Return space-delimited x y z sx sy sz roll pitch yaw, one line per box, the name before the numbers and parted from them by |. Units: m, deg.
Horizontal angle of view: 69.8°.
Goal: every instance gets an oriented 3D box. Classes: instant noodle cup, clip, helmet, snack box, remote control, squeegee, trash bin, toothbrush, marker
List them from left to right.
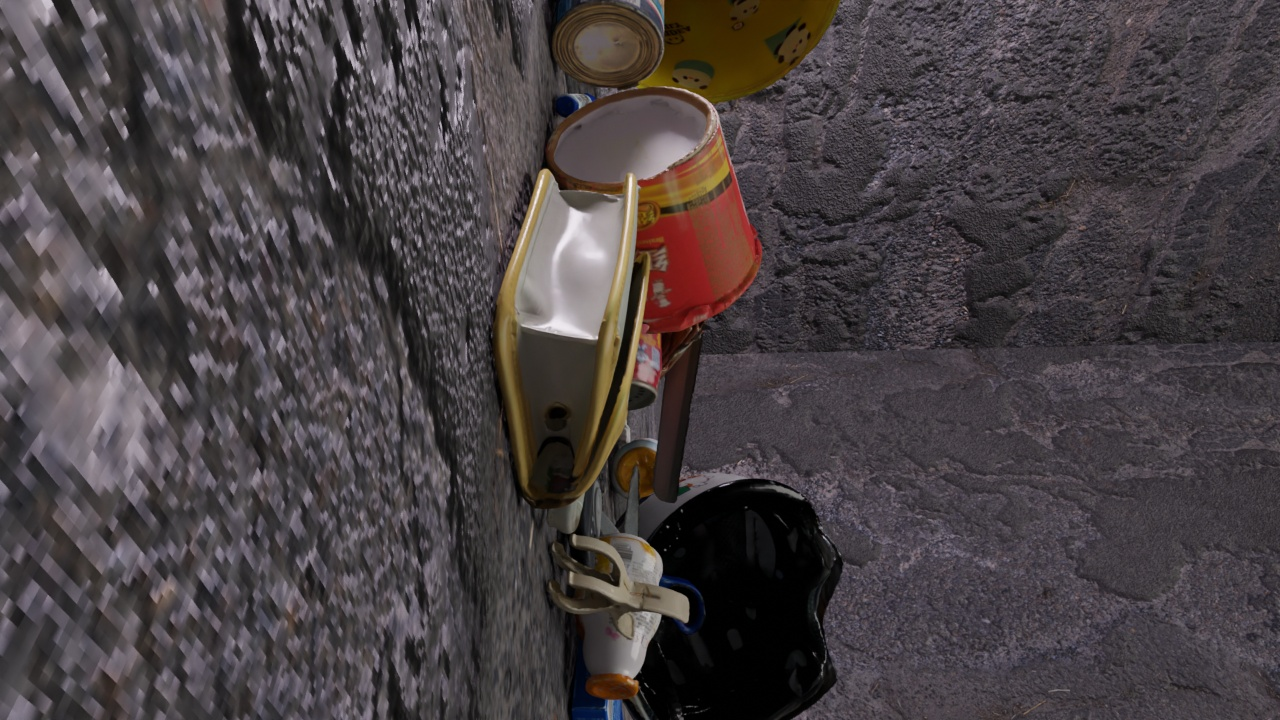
marker | -0.046 -0.188 0.675 0.145 0.017 0.017 -81 170 -74
remote control | -0.038 0.091 0.635 0.136 0.024 0.053 -86 176 -51
snack box | -0.030 0.273 0.691 0.084 0.026 0.157 -87 175 -55
clip | -0.016 0.143 0.563 0.100 0.071 0.034 43 34 -36
toothbrush | -0.022 0.015 1.112 0.016 0.016 0.180 -30 120 -80
squeegee | -0.005 0.005 0.825 0.250 0.040 0.247 150 -49 -71
instant noodle cup | 0.005 -0.104 0.595 0.137 0.138 0.109 -88 167 -45
trash bin | 0.052 -0.412 0.864 0.230 0.229 0.254 85 -1 -49
helmet | 0.056 0.216 0.847 0.157 0.229 0.274 27 -49 63

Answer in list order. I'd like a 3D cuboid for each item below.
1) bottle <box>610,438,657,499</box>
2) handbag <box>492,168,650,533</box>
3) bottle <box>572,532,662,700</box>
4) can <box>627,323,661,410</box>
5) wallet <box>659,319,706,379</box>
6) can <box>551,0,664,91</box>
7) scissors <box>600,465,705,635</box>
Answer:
bottle | 0.005 0.123 1.056 0.189 0.068 0.068 51 37 -86
handbag | -0.030 0.004 0.499 0.163 0.063 0.179 -83 175 -51
bottle | -0.017 0.177 0.637 0.063 0.063 0.108 85 6 -49
can | -0.018 -0.016 0.662 0.066 0.066 0.093 82 7 -67
wallet | 0.005 -0.022 0.729 0.131 0.035 0.118 -50 -142 42
can | -0.021 -0.249 0.621 0.075 0.075 0.111 83 7 -62
scissors | -0.002 0.166 0.716 0.162 0.164 0.012 -65 -157 8
